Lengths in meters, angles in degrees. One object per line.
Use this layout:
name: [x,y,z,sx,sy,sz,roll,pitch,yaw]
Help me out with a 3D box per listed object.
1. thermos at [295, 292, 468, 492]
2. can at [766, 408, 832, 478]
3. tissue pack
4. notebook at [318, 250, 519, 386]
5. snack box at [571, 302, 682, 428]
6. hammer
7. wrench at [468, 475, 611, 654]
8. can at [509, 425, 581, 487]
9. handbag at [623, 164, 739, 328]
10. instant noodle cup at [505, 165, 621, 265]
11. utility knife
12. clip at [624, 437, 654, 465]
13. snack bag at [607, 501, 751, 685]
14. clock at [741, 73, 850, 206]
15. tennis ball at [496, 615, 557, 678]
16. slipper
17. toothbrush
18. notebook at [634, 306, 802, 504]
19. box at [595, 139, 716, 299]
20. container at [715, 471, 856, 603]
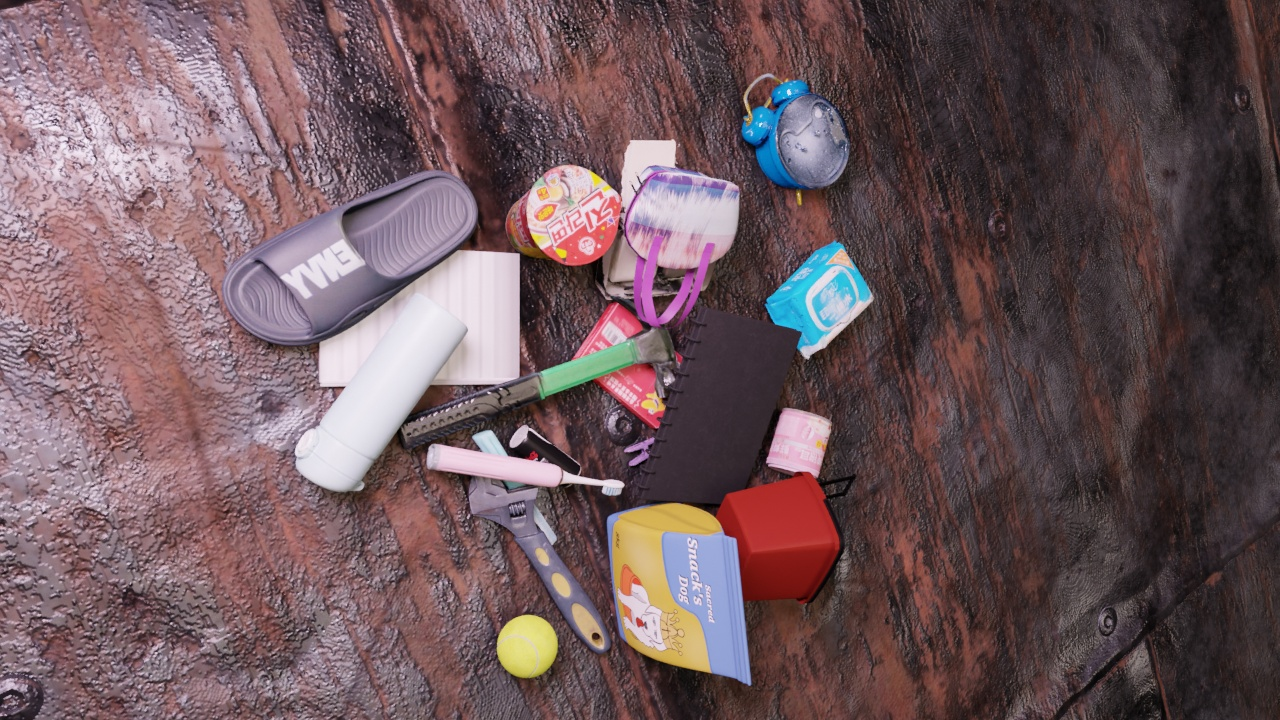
thermos: [-0.255,0.034,0.901,0.206,0.065,0.078,-55,135,-8]
can: [0.201,0.106,1.162,0.067,0.067,0.076,22,80,-27]
tissue pack: [0.232,-0.077,1.176,0.144,0.062,0.093,-43,111,-21]
notebook: [-0.226,-0.046,0.958,0.209,0.009,0.142,0,91,-29]
snack box: [-0.006,0.006,1.072,0.133,0.021,0.089,41,73,-24]
hammer: [-0.108,0.025,0.995,0.318,0.032,0.130,-20,105,-21]
wrench: [-0.106,0.223,1.019,0.073,0.022,0.273,-32,109,-8]
can: [-0.105,0.106,1.015,0.080,0.032,0.031,40,73,-23]
handbag: [0.036,-0.118,0.988,0.144,0.068,0.170,3,109,-32]
instant noodle cup: [-0.094,-0.146,0.968,0.100,0.113,0.100,-1,92,-29]
utility knife: [-0.134,0.142,1.010,0.022,0.015,0.158,-31,107,-1]
clip: [0.004,0.105,1.087,0.052,0.013,0.036,-27,105,-28]
snack bag: [0.053,0.250,1.006,0.102,0.206,0.159,-9,96,-28]
clock: [0.191,-0.286,1.151,0.116,0.060,0.161,-44,109,-19]
tennis ball: [-0.122,0.309,0.993,0.065,0.065,0.065,-1,92,-29]
slipper: [-0.263,-0.102,0.887,0.267,0.083,0.111,-35,108,-25]
toothbrush: [-0.117,0.120,0.981,0.222,0.027,0.027,14,111,-25]
notebook: [0.091,0.060,1.078,0.169,0.019,0.231,10,104,-38]
box: [0.016,-0.166,1.055,0.144,0.101,0.187,-6,114,-30]
container: [0.194,0.211,1.110,0.200,0.127,0.148,-4,137,-19]
